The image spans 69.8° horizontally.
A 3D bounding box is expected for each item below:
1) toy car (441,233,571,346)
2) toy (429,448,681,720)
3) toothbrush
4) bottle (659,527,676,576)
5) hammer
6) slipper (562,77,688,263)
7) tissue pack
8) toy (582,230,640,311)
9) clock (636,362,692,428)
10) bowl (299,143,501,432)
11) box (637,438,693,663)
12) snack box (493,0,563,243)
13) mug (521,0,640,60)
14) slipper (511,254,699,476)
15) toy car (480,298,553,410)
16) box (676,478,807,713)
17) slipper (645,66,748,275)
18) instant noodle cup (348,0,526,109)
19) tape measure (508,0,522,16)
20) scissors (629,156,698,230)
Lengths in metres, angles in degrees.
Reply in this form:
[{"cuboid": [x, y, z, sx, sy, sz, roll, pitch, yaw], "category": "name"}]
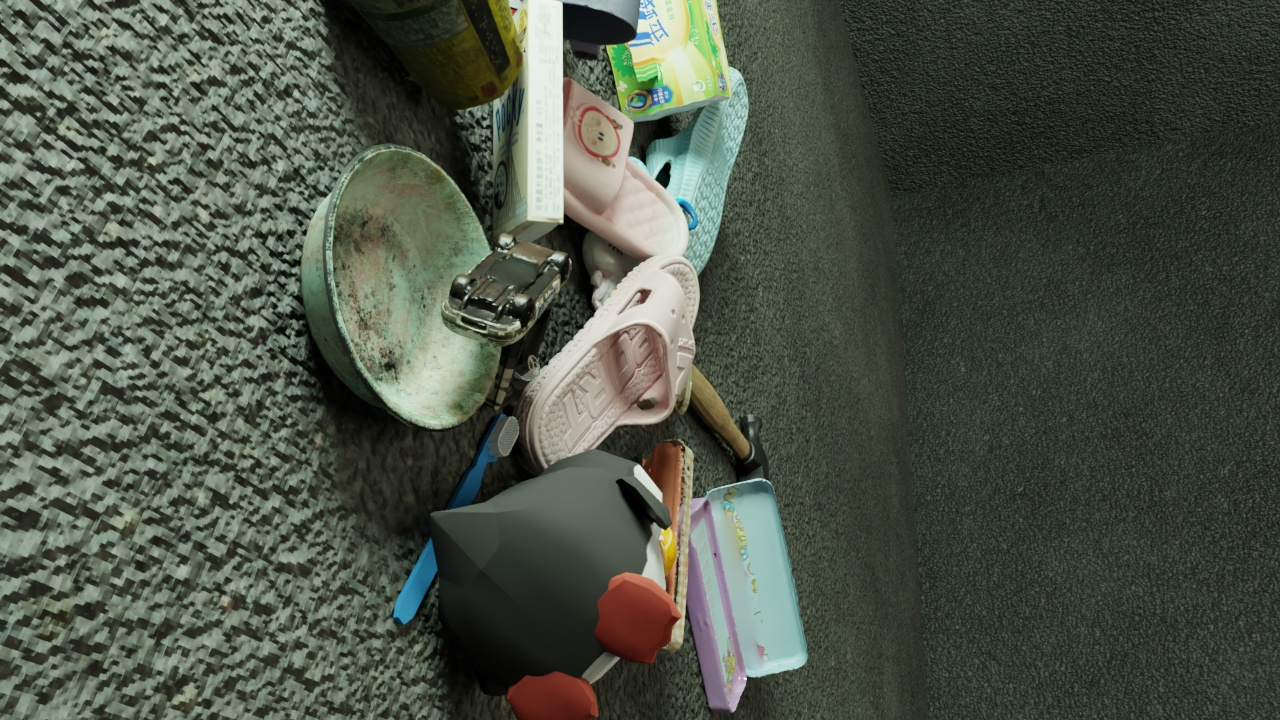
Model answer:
[{"cuboid": [-0.076, -0.040, 0.537, 0.112, 0.048, 0.041, -60, 168, -57], "category": "toy car"}, {"cuboid": [-0.047, 0.112, 0.577, 0.140, 0.159, 0.183, 41, 16, -1], "category": "toy"}, {"cuboid": [-0.108, 0.090, 0.558, 0.166, 0.014, 0.016, -69, 144, -49], "category": "toothbrush"}, {"cuboid": [-0.015, 0.157, 0.700, 0.108, 0.063, 0.063, -29, 109, -66], "category": "bottle"}, {"cuboid": [0.081, 0.063, 1.008, 0.305, 0.040, 0.132, 50, 34, -51], "category": "hammer"}, {"cuboid": [-0.031, -0.154, 0.739, 0.221, 0.056, 0.106, 40, 46, -35], "category": "slipper"}, {"cuboid": [0.009, -0.334, 0.879, 0.198, 0.120, 0.141, 71, 22, -9], "category": "tissue pack"}, {"cuboid": [-0.024, -0.087, 0.798, 0.076, 0.037, 0.125, 52, 32, -44], "category": "toy"}, {"cuboid": [0.012, -0.015, 0.837, 0.092, 0.055, 0.141, -31, 117, -72], "category": "clock"}, {"cuboid": [-0.134, -0.037, 0.508, 0.157, 0.039, 0.157, -8, 90, -68], "category": "bowl"}, {"cuboid": [0.020, 0.162, 0.792, 0.077, 0.054, 0.186, 109, -12, -61], "category": "box"}, {"cuboid": [-0.077, -0.159, 0.624, 0.026, 0.082, 0.150, 1, 85, -25], "category": "snack box"}, {"cuboid": [-0.036, -0.288, 0.667, 0.124, 0.084, 0.104, -50, 148, -87], "category": "mug"}, {"cuboid": [-0.004, 0.004, 0.699, 0.238, 0.064, 0.094, -47, 134, -41], "category": "slipper"}, {"cuboid": [-0.079, -0.011, 0.600, 0.092, 0.037, 0.040, -70, 167, 19], "category": "toy car"}, {"cuboid": [0.096, 0.238, 0.941, 0.139, 0.062, 0.214, -18, 101, -32], "category": "box"}, {"cuboid": [0.055, -0.200, 0.990, 0.116, 0.070, 0.275, 55, 48, -55], "category": "slipper"}, {"cuboid": [-0.120, -0.214, 0.548, 0.108, 0.102, 0.102, 62, 28, -57], "category": "instant noodle cup"}, {"cuboid": [-0.098, -0.255, 0.673, 0.059, 0.019, 0.051, 60, 28, 7], "category": "tape measure"}, {"cuboid": [0.025, -0.127, 0.851, 0.113, 0.013, 0.140, 24, 41, -37], "category": "scissors"}]
